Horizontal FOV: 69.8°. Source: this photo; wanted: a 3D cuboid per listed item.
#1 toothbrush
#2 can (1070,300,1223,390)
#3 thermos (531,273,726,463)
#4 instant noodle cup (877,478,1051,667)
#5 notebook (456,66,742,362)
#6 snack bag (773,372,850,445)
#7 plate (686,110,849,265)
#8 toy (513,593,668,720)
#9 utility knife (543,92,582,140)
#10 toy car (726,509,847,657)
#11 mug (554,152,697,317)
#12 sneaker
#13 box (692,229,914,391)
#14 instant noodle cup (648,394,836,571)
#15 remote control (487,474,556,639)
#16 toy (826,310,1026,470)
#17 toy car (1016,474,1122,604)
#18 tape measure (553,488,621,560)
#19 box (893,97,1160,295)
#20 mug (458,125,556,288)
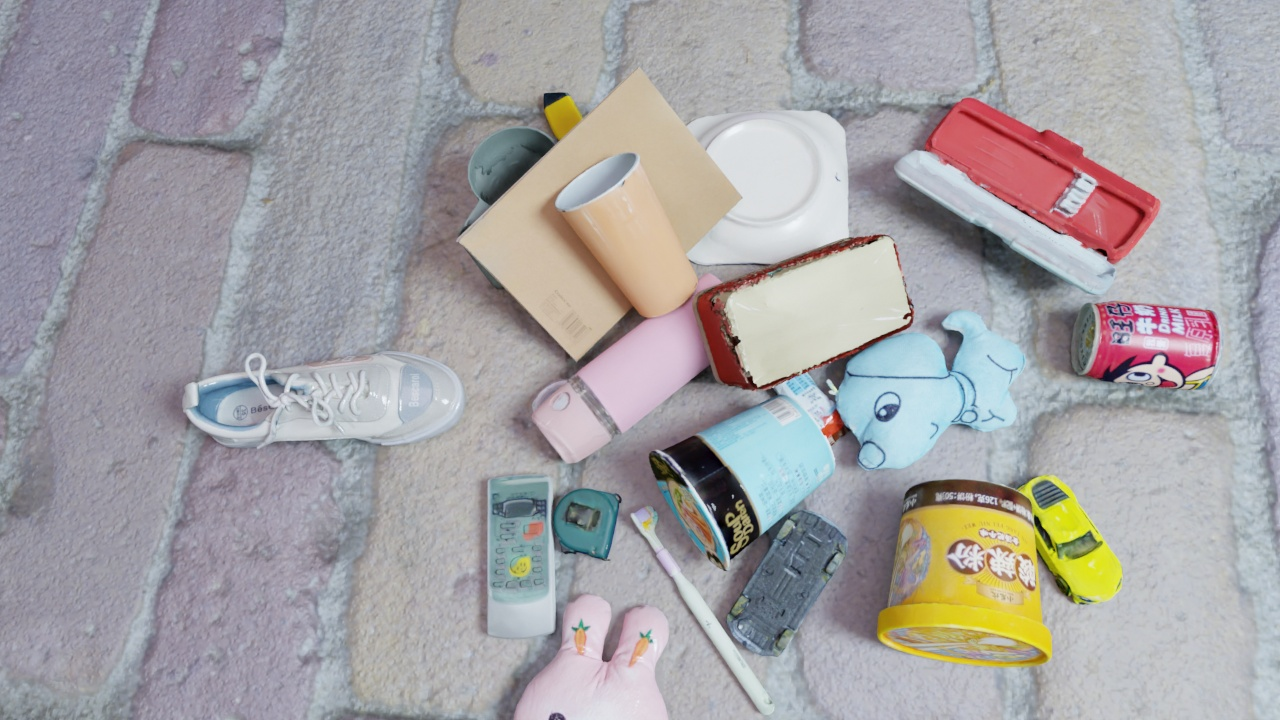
[{"bbox_3d":[0.050,0.199,0.739,0.020,0.029,0.189,-48,67,35],"label":"toothbrush"},{"bbox_3d":[0.406,-0.013,0.741,0.094,0.066,0.066,7,72,9],"label":"can"},{"bbox_3d":[-0.005,0.005,0.794,0.198,0.067,0.087,-38,41,-5],"label":"thermos"},{"bbox_3d":[0.241,0.157,0.682,0.118,0.118,0.114,8,64,10],"label":"instant noodle cup"},{"bbox_3d":[-0.030,-0.122,0.787,0.211,0.012,0.149,-45,112,-4],"label":"notebook"},{"bbox_3d":[0.136,0.028,0.783,0.048,0.026,0.104,-35,69,-20],"label":"snack bag"},{"bbox_3d":[0.111,-0.168,0.851,0.164,0.034,0.164,-1,72,7],"label":"plate"},{"bbox_3d":[-0.034,0.262,0.712,0.121,0.054,0.159,7,64,9],"label":"toy"},{"bbox_3d":[-0.056,-0.204,0.895,0.033,0.015,0.153,-29,71,3],"label":"utility knife"},{"bbox_3d":[0.117,0.177,0.730,0.054,0.037,0.120,32,88,16],"label":"toy car"},{"bbox_3d":[-0.006,-0.099,0.759,0.078,0.123,0.078,-25,30,15],"label":"mug"},{"bbox_3d":[-0.278,0.029,0.802,0.242,0.091,0.089,-5,71,5],"label":"sneaker"},{"bbox_3d":[0.137,-0.042,0.743,0.168,0.078,0.091,-21,100,-19],"label":"box"},{"bbox_3d":[0.086,0.090,0.733,0.120,0.111,0.111,-30,70,-14],"label":"instant noodle cup"},{"bbox_3d":[-0.100,0.163,0.769,0.056,0.019,0.135,-4,70,5],"label":"remote control"},{"bbox_3d":[0.234,0.024,0.760,0.156,0.050,0.161,16,72,8],"label":"toy"},{"bbox_3d":[0.335,0.139,0.716,0.048,0.032,0.105,-26,71,-3],"label":"toy car"},{"bbox_3d":[-0.046,0.135,0.770,0.054,0.025,0.058,10,72,9],"label":"tape measure"},{"bbox_3d":[0.332,-0.142,0.799,0.201,0.065,0.159,36,58,17],"label":"box"},{"bbox_3d":[-0.113,-0.133,0.830,0.084,0.103,0.123,28,77,15],"label":"mug"}]
